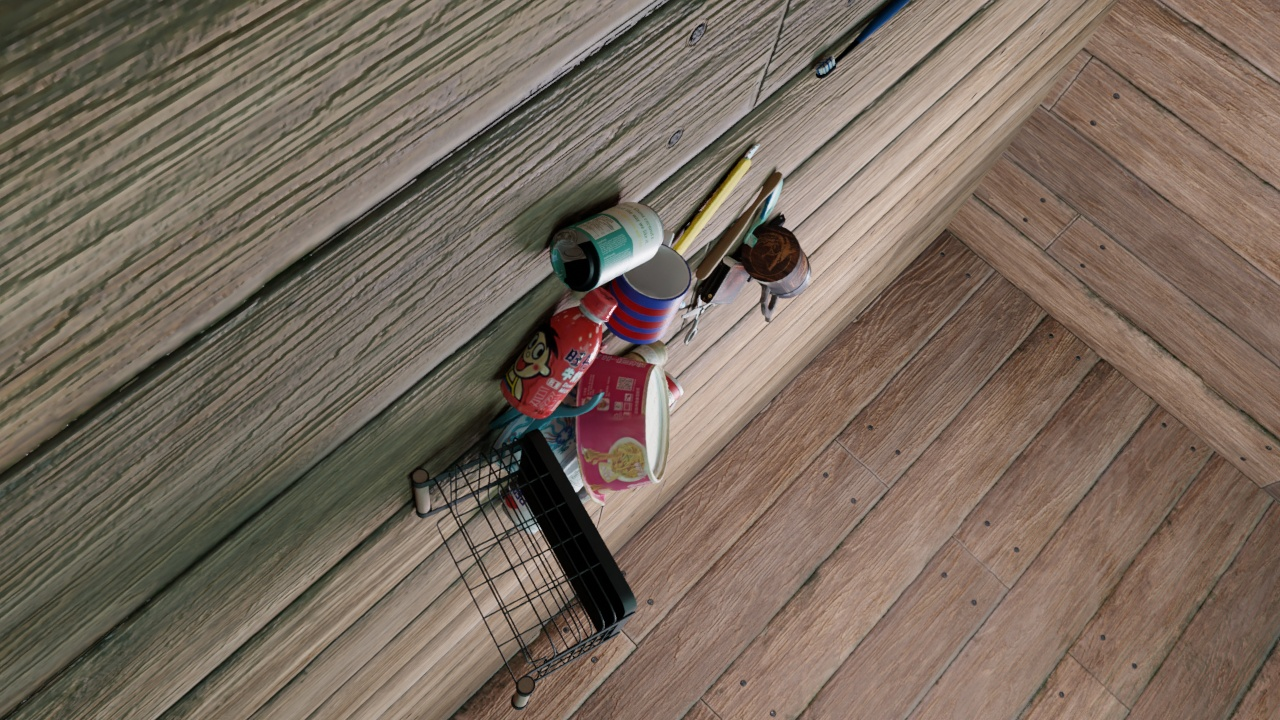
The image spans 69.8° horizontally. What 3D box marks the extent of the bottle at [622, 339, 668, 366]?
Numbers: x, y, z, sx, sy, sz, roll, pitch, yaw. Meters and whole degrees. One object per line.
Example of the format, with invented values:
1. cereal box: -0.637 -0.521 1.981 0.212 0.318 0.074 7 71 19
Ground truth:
1. bottle: -0.007 0.007 1.199 0.110 0.043 0.043 -34 162 -47

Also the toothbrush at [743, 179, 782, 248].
1. toothbrush: 0.160 -0.190 1.187 0.022 0.017 0.135 -39 166 -30

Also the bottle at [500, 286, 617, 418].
1. bottle: -0.074 -0.011 0.880 0.138 0.062 0.061 -52 166 18

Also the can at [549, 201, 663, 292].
1. can: -0.027 -0.098 0.774 0.101 0.055 0.055 -34 162 -46

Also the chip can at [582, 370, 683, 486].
1. chip can: -0.027 0.102 1.404 0.214 0.052 0.052 -42 167 -19

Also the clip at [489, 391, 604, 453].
1. clip: -0.085 0.058 0.972 0.130 0.121 0.031 -60 174 7

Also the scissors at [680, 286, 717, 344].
1. scissors: 0.094 -0.081 1.316 0.161 0.014 0.142 -44 163 -34

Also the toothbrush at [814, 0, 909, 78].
1. toothbrush: 0.237 -0.344 0.960 0.167 0.014 0.014 -44 134 -20

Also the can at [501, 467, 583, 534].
1. can: -0.123 0.168 1.251 0.132 0.070 0.070 -48 167 7

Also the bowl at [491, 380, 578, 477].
1. bowl: -0.100 0.095 1.089 0.143 0.074 0.144 -44 167 -13

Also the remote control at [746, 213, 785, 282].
1. remote control: 0.182 -0.163 1.345 0.032 0.015 0.137 -39 166 -29

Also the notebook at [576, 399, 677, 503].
1. notebook: -0.038 0.153 1.411 0.181 0.009 0.252 -38 -175 23

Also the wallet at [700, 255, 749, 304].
1. wallet: 0.122 -0.111 1.286 0.072 0.019 0.123 -60 164 14

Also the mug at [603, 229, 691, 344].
1. mug: 0.009 -0.082 0.935 0.076 0.075 0.111 116 -5 -53

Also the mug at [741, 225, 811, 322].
1. mug: 0.186 -0.118 1.281 0.115 0.080 0.107 -69 157 -2

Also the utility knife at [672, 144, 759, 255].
1. utility knife: 0.077 -0.166 0.993 0.165 0.017 0.030 -49 172 15

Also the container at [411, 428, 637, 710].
1. container: -0.121 0.206 0.931 0.130 0.241 0.163 -24 160 -22

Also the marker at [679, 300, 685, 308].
1. marker: 0.038 -0.076 1.150 0.013 0.013 0.141 -49 167 9

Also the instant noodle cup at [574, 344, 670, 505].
1. instant noodle cup: -0.014 0.073 1.068 0.178 0.078 0.178 -1 89 -77

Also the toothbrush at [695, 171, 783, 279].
1. toothbrush: 0.122 -0.166 1.141 0.167 0.016 0.016 -52 166 20
